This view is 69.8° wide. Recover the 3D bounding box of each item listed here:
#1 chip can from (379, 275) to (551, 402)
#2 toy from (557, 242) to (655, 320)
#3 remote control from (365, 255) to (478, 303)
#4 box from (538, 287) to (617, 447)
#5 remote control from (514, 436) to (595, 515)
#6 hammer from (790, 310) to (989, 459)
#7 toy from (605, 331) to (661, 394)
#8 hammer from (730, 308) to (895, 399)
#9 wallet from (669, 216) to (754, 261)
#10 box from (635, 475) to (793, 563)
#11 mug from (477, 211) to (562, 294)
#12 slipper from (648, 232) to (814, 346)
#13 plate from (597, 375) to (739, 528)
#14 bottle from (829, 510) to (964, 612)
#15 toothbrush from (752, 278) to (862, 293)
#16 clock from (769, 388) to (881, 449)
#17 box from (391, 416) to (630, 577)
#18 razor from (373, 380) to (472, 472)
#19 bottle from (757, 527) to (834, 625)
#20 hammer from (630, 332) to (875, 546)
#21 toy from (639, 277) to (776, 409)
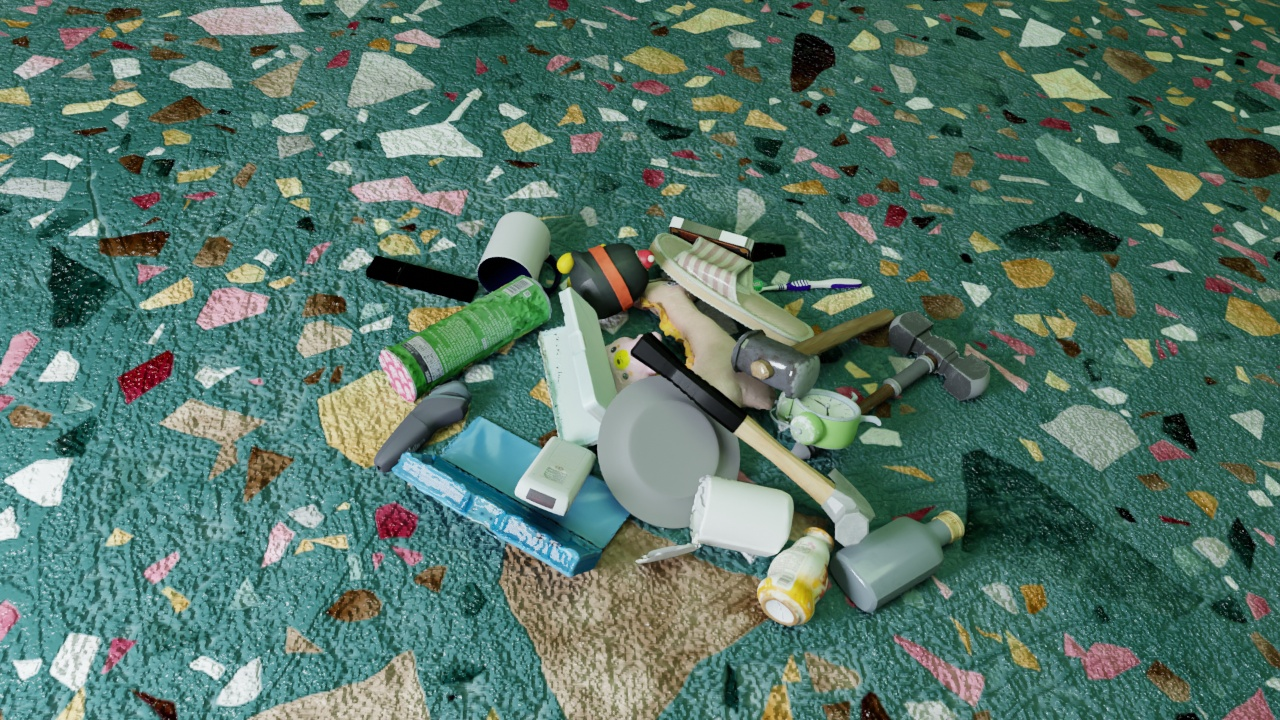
[{"bbox_3d":[-0.215,-0.033,1.158,0.075,0.076,0.222,39,53,24],"label":"chip can"},{"bbox_3d":[-0.037,-0.113,1.232,0.119,0.097,0.099,-30,66,-4],"label":"toy"},{"bbox_3d":[-0.298,-0.111,1.256,0.150,0.013,0.034,14,48,3],"label":"remote control"},{"bbox_3d":[-0.085,0.017,1.137,0.096,0.085,0.198,-31,46,19],"label":"box"},{"bbox_3d":[-0.091,0.125,1.014,0.060,0.025,0.138,23,20,3],"label":"remote control"},{"bbox_3d":[0.299,0.052,1.183,0.321,0.043,0.156,-30,58,-27],"label":"hammer"},{"bbox_3d":[-0.007,0.007,1.154,0.050,0.093,0.102,26,34,-47],"label":"toy"},{"bbox_3d":[0.243,-0.027,1.188,0.098,0.052,0.327,28,31,32],"label":"hammer"},{"bbox_3d":[0.103,-0.170,1.331,0.123,0.072,0.019,18,72,10],"label":"wallet"},{"bbox_3d":[0.081,0.183,1.000,0.160,0.085,0.118,15,74,-5],"label":"box"},{"bbox_3d":[-0.159,-0.136,1.264,0.112,0.079,0.096,31,45,-18],"label":"mug"},{"bbox_3d":[0.130,-0.105,1.260,0.263,0.052,0.114,36,30,13],"label":"slipper"},{"bbox_3d":[0.037,0.102,1.055,0.178,0.012,0.178,6,73,-20],"label":"plate"},{"bbox_3d":[0.295,0.215,1.027,0.161,0.046,0.072,-21,55,-25],"label":"bottle"},{"bbox_3d":[0.235,-0.109,1.331,0.186,0.016,0.015,-4,49,-11],"label":"toothbrush"},{"bbox_3d":[0.212,0.069,1.092,0.119,0.043,0.094,4,23,-14],"label":"clock"},{"bbox_3d":[-0.137,0.154,1.019,0.232,0.066,0.172,27,22,16],"label":"box"},{"bbox_3d":[-0.255,0.078,1.074,0.052,0.047,0.142,28,54,18],"label":"razor"},{"bbox_3d":[0.171,0.229,0.984,0.063,0.063,0.108,28,51,16],"label":"bottle"},{"bbox_3d":[0.125,0.082,1.041,0.328,0.039,0.131,39,13,4],"label":"hammer"},{"bbox_3d":[0.058,-0.014,1.188,0.195,0.065,0.264,-21,53,-31],"label":"toy"}]
